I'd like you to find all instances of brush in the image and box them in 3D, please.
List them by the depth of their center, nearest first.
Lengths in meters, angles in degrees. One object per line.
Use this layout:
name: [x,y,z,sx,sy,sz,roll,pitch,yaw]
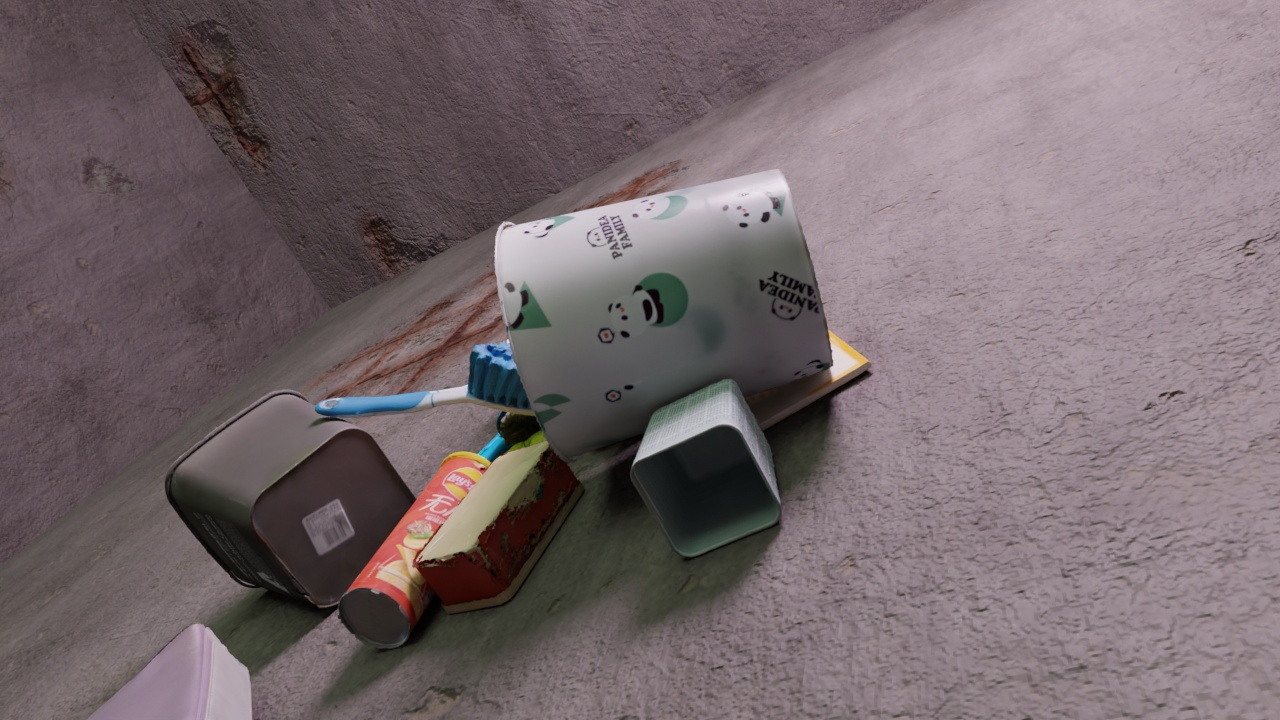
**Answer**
brush: [-0.188,0.029,1.001,0.314,0.110,0.060,5,41,-17]
brush: [-0.107,0.049,1.098,0.144,0.055,0.073,-31,19,-1]

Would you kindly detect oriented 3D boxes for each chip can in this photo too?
chip can: [-0.206,0.177,0.886,0.073,0.073,0.216,-21,21,26]

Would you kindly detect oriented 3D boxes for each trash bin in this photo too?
trash bin: [0.027,-0.050,0.828,0.252,0.230,0.229,-16,20,8]
trash bin: [-0.381,0.160,1.033,0.220,0.199,0.198,5,39,50]

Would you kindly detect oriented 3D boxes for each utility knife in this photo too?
utility knife: [-0.192,0.122,1.097,0.034,0.018,0.185,-7,30,49]

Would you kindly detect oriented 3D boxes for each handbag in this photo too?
handbag: [-0.393,0.322,0.743,0.144,0.098,0.197,-33,19,-15]

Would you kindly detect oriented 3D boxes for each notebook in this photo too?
notebook: [0.127,0.011,0.902,0.146,0.010,0.206,-30,18,3]

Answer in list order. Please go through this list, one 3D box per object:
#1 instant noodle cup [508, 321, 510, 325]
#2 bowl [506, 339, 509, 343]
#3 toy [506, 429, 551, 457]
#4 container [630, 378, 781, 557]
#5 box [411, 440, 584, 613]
instant noodle cup: [-0.098,-0.049,1.193,0.111,0.151,0.151,-15,12,-21]
bowl: [-0.126,-0.029,1.322,0.118,0.065,0.118,-26,18,9]
toy: [-0.111,0.095,1.017,0.100,0.031,0.096,-25,11,21]
container: [0.053,0.078,0.719,0.090,0.090,0.111,-25,16,14]
box: [-0.130,0.143,0.846,0.092,0.077,0.167,-19,21,33]
